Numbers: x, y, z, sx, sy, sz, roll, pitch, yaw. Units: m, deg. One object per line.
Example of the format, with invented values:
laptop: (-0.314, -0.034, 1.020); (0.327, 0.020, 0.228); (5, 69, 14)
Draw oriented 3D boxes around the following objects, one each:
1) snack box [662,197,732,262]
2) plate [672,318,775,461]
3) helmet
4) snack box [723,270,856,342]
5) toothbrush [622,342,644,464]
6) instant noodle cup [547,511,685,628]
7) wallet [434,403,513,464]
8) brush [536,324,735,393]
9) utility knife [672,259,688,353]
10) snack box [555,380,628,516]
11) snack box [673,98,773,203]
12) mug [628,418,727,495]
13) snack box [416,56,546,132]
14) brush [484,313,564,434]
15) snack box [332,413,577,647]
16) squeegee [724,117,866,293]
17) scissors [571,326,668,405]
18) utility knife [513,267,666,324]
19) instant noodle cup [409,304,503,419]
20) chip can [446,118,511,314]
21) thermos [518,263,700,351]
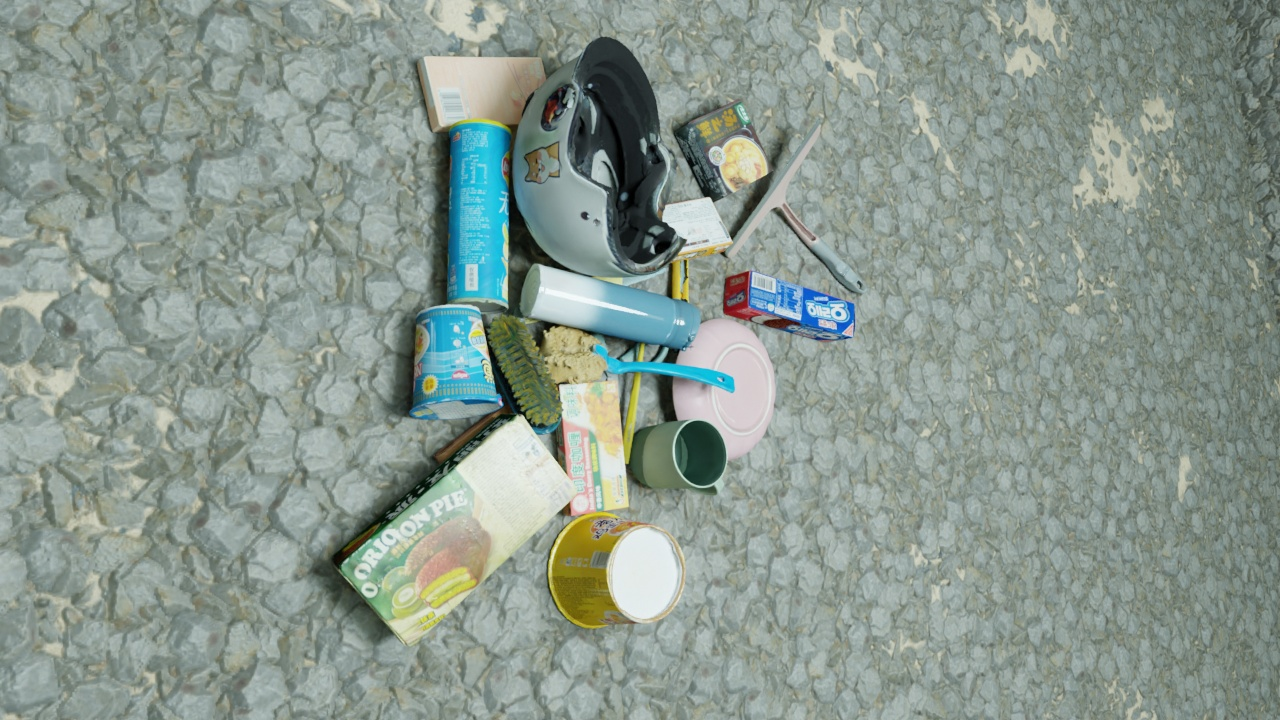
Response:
snack box: (0.047, -0.170, 1.216); (0.153, 0.026, 0.075); (-16, 75, -36)
plate: (0.122, 0.039, 1.217); (0.192, 0.039, 0.192); (3, 86, -43)
helmet: (-0.064, -0.220, 1.074); (0.229, 0.157, 0.274); (10, 69, -61)
snack box: (0.217, -0.074, 1.309); (0.207, 0.058, 0.057); (13, 75, -32)
toothbrush: (-0.010, 0.034, 1.144); (0.016, 0.016, 0.190); (13, 81, -31)
instant noodle cup: (-0.021, 0.244, 1.063); (0.137, 0.110, 0.138); (7, 78, -35)
wallet: (-0.156, 0.130, 1.038); (0.107, 0.031, 0.132); (-38, 105, -31)
brush: (-0.007, 0.006, 1.100); (0.254, 0.046, 0.083); (10, 44, -11)
utility knife: (0.053, -0.089, 1.214); (0.033, 0.015, 0.170); (20, 63, -45)
snack box: (-0.060, 0.104, 1.101); (0.077, 0.027, 0.155); (-4, 87, -28)
snack box: (0.122, -0.297, 1.289); (0.125, 0.053, 0.113); (-33, 101, -28)
mug: (0.051, 0.126, 1.133); (0.112, 0.107, 0.082); (47, 59, -19)
snack box: (-0.181, -0.318, 1.094); (0.157, 0.026, 0.084); (-12, 89, -35)
brush: (-0.135, 0.020, 1.040); (0.055, 0.074, 0.144); (-23, 77, -24)
snack box: (-0.190, 0.172, 0.963); (0.239, 0.063, 0.114); (-42, 106, -21)
squeegee: (0.258, -0.180, 1.367); (0.249, 0.040, 0.247); (41, 78, -28)
scissors: (-0.038, -0.033, 1.152); (0.169, 0.019, 0.181); (-47, 110, -29)
utility knife: (-0.061, -0.086, 1.121); (0.212, 0.022, 0.031); (-21, 93, -17)
instant noodle cup: (-0.203, 0.001, 0.993); (0.099, 0.099, 0.109); (2, 72, -34)
chip can: (-0.183, -0.161, 1.041); (0.071, 0.071, 0.210); (5, 80, -34)
thermos: (-0.032, -0.061, 1.096); (0.220, 0.070, 0.070); (12, 76, -25)
